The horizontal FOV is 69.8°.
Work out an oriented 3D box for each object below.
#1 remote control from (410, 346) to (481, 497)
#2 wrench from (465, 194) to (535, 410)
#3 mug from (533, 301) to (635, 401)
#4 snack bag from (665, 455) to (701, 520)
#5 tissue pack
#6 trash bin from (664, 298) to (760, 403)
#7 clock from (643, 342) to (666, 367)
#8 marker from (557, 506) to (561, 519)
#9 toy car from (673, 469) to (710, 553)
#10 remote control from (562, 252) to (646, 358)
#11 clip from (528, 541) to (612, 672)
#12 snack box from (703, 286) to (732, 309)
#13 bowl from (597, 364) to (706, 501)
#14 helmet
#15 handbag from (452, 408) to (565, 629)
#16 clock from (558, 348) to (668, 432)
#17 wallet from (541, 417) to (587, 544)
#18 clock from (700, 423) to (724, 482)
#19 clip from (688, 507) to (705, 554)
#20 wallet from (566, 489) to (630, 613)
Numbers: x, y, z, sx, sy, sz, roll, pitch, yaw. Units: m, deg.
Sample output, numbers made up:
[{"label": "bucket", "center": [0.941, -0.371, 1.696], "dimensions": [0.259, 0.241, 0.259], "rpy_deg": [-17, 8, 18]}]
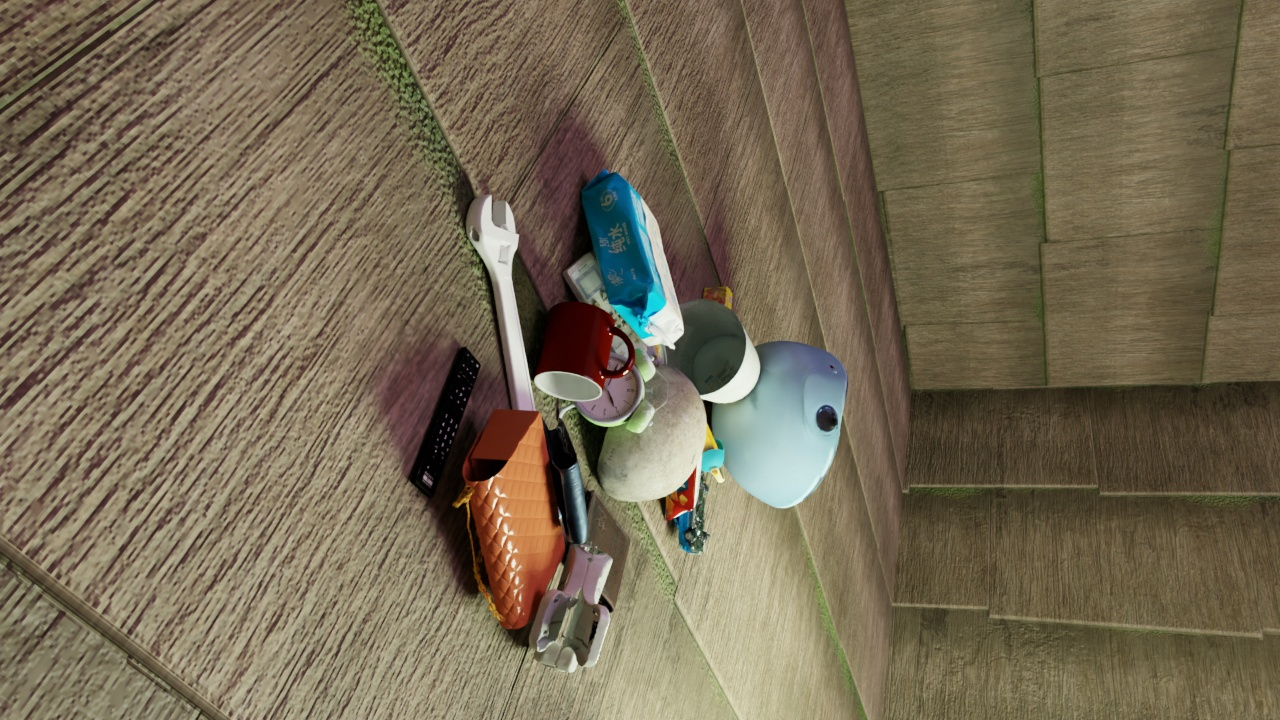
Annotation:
[{"label": "remote control", "center": [-0.171, 0.053, 0.813], "dimensions": [0.030, 0.009, 0.139], "rpy_deg": [59, 37, -48]}, {"label": "wrench", "center": [-0.129, -0.027, 0.909], "dimensions": [0.066, 0.018, 0.273], "rpy_deg": [-37, 122, -61]}, {"label": "mug", "center": [-0.054, -0.010, 0.964], "dimensions": [0.073, 0.106, 0.082], "rpy_deg": [53, 41, -56]}, {"label": "snack bag", "center": [0.059, 0.143, 1.227], "dimensions": [0.144, 0.039, 0.130], "rpy_deg": [129, -32, -70]}, {"label": "tissue pack", "center": [-0.007, -0.112, 1.067], "dimensions": [0.117, 0.066, 0.209], "rpy_deg": [45, 26, -58]}, {"label": "trash bin", "center": [0.103, -0.003, 1.303], "dimensions": [0.161, 0.133, 0.133], "rpy_deg": [31, 60, -68]}, {"label": "clock", "center": [-0.007, 0.007, 1.134], "dimensions": [0.147, 0.056, 0.103], "rpy_deg": [30, 63, -65]}, {"label": "marker", "center": [-0.095, 0.178, 0.971], "dimensions": [0.141, 0.013, 0.013], "rpy_deg": [-64, 144, -47]}, {"label": "toy car", "center": [0.070, 0.212, 1.303], "dimensions": [0.056, 0.044, 0.120], "rpy_deg": [29, 59, -63]}, {"label": "remote control", "center": [-0.039, -0.056, 1.057], "dimensions": [0.136, 0.011, 0.050], "rpy_deg": [59, 43, -15]}, {"label": "clip", "center": [-0.067, 0.249, 0.908], "dimensions": [0.144, 0.075, 0.124], "rpy_deg": [169, -62, -85]}, {"label": "snack box", "center": [0.116, -0.043, 1.437], "dimensions": [0.029, 0.040, 0.147], "rpy_deg": [40, 53, -59]}, {"label": "bowl", "center": [0.031, 0.100, 1.108], "dimensions": [0.177, 0.081, 0.179], "rpy_deg": [-43, 144, -42]}, {"label": "helmet", "center": [0.200, 0.091, 1.433], "dimensions": [0.166, 0.226, 0.265], "rpy_deg": [17, 66, -25]}, {"label": "handbag", "center": [-0.123, 0.146, 0.841], "dimensions": [0.108, 0.060, 0.172], "rpy_deg": [-68, 156, -56]}, {"label": "clock", "center": [-0.029, 0.032, 1.024], "dimensions": [0.042, 0.119, 0.094], "rpy_deg": [65, 27, -82]}, {"label": "wallet", "center": [-0.075, 0.116, 0.913], "dimensions": [0.115, 0.026, 0.089], "rpy_deg": [-120, -158, -62]}, {"label": "clock", "center": [0.090, 0.116, 1.324], "dimensions": [0.129, 0.044, 0.099], "rpy_deg": [64, 7, -3]}, {"label": "clip", "center": [0.083, 0.248, 1.358], "dimensions": [0.045, 0.023, 0.076], "rpy_deg": [-11, 100, -68]}, {"label": "wallet", "center": [-0.046, 0.221, 1.060], "dimensions": [0.120, 0.031, 0.099], "rpy_deg": [62, 31, -42]}]
